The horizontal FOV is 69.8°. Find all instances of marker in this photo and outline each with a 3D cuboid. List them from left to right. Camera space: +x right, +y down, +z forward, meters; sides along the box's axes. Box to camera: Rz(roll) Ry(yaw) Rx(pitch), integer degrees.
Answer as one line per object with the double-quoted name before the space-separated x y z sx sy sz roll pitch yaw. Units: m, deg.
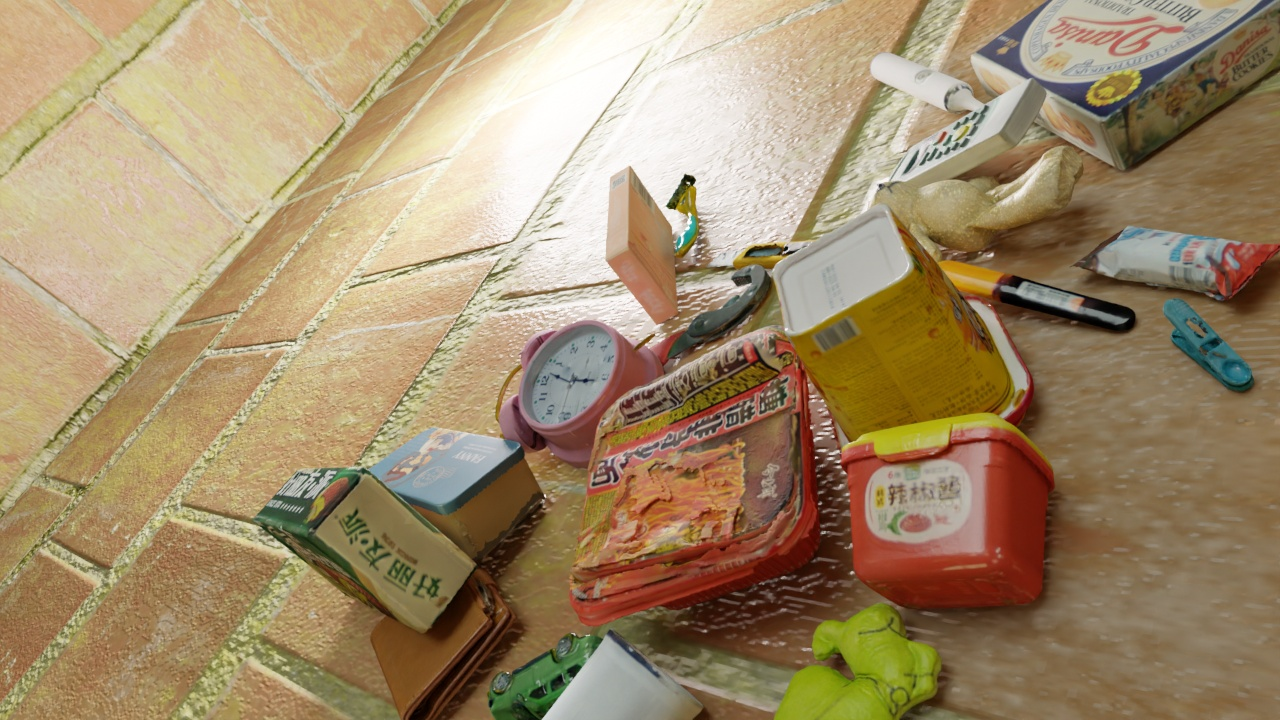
"marker" 0.232 -0.039 0.549 0.124 0.015 0.018 24 73 45

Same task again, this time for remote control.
"remote control" 0.231 -0.156 0.666 0.056 0.019 0.135 -55 12 -19

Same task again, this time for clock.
"clock" -0.058 0.025 0.755 0.159 0.060 0.117 -5 57 39

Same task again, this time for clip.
"clip" 0.283 -0.006 0.457 0.013 0.034 0.055 -35 47 14

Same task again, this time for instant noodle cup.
"instant noodle cup" 0.043 0.079 0.574 0.165 0.079 0.188 -26 33 27
"instant noodle cup" 0.142 -0.012 0.527 0.116 0.123 0.116 -30 32 22

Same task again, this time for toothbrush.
"toothbrush" 0.251 -0.225 0.766 0.027 0.026 0.221 -48 29 13

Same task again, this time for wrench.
"wrench" -0.005 0.005 0.785 0.274 0.016 0.056 -34 31 15

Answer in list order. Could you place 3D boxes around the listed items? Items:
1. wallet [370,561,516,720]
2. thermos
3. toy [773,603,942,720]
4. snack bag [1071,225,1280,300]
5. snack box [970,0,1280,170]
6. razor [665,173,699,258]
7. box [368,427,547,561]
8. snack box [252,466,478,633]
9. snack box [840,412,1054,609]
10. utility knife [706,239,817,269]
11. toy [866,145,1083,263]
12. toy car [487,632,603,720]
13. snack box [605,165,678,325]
"wallet" -0.152 0.202 0.691 0.107 0.031 0.132 -48 27 -10
"thermos" -0.058 0.255 0.486 0.224 0.073 0.073 -50 31 -12
"toy" 0.100 0.168 0.443 0.100 0.031 0.096 -39 30 -2
"snack bag" 0.294 -0.056 0.504 0.048 0.026 0.104 -36 29 -13
"snack box" 0.354 -0.230 0.633 0.183 0.046 0.177 -35 31 11
"razor" 0.043 -0.134 0.892 0.043 0.028 0.132 -53 19 32
"box" -0.155 0.108 0.766 0.089 0.063 0.185 -40 23 -33
"snack box" -0.227 0.143 0.731 0.063 0.114 0.241 -52 21 -25
"snack box" 0.152 0.078 0.455 0.091 0.082 0.080 -16 53 39
"utility knife" 0.120 -0.086 0.755 0.191 0.015 0.033 5 51 52
"toy" 0.217 -0.104 0.614 0.158 0.066 0.105 -10 38 53
"toy car" -0.053 0.202 0.565 0.091 0.043 0.036 -32 32 18
"snack box" 0.002 -0.111 0.857 0.026 0.084 0.157 -26 34 20
